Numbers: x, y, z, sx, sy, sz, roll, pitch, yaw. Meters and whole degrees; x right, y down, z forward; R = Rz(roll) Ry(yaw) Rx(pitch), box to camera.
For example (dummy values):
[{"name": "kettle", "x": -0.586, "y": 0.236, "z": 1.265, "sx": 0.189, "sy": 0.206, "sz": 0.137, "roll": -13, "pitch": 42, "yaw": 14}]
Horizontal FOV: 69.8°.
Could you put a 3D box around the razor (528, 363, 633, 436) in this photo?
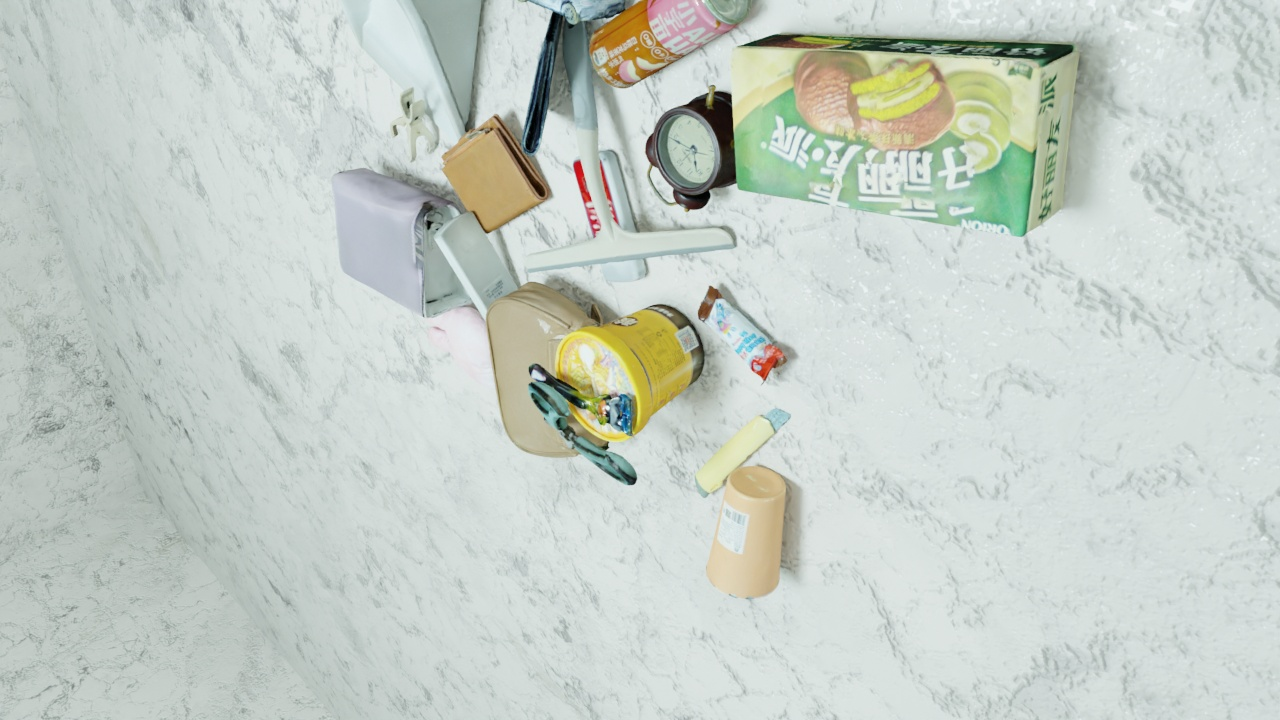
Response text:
[{"name": "razor", "x": -0.064, "y": 0.033, "z": 0.900, "sx": 0.143, "sy": 0.022, "sz": 0.043, "roll": 25, "pitch": 128, "yaw": 37}]

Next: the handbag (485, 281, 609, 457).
[{"name": "handbag", "x": -0.098, "y": 0.013, "z": 1.053, "sx": 0.148, "sy": 0.099, "sz": 0.205, "roll": 18, "pitch": 126, "yaw": 31}]

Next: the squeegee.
[{"name": "squeegee", "x": -0.045, "y": -0.211, "z": 0.873, "sx": 0.247, "sy": 0.039, "sz": 0.247, "roll": -2, "pitch": 105, "yaw": 33}]

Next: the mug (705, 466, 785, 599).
[{"name": "mug", "x": 0.111, "y": 0.174, "z": 0.944, "sx": 0.078, "sy": 0.078, "sz": 0.123, "roll": 26, "pitch": 127, "yaw": 35}]

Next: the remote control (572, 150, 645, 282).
[{"name": "remote control", "x": -0.032, "y": -0.145, "z": 0.938, "sx": 0.056, "sy": 0.020, "sz": 0.136, "roll": 4, "pitch": 116, "yaw": 45}]

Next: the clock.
[{"name": "clock", "x": 0.048, "y": -0.180, "z": 0.798, "sx": 0.082, "sy": 0.055, "sz": 0.122, "roll": 57, "pitch": 139, "yaw": 3}]

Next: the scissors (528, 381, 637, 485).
[{"name": "scissors", "x": -0.057, "y": 0.085, "z": 0.942, "sx": 0.176, "sy": 0.019, "sz": 0.175, "roll": 39, "pitch": 164, "yaw": 12}]

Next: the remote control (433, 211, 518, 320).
[{"name": "remote control", "x": -0.188, "y": -0.107, "z": 1.082, "sx": 0.019, "sy": 0.056, "sz": 0.135, "roll": 0, "pitch": 127, "yaw": 48}]

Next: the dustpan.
[{"name": "dustpan", "x": -0.280, "y": -0.368, "z": 0.972, "sx": 0.222, "sy": 0.142, "sz": 0.259, "roll": 46, "pitch": 138, "yaw": 17}]

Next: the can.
[{"name": "can", "x": 0.021, "y": -0.278, "z": 0.765, "sx": 0.148, "sy": 0.057, "sz": 0.058, "roll": -11, "pitch": 105, "yaw": 50}]

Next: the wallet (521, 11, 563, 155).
[{"name": "wallet", "x": -0.092, "y": -0.270, "z": 0.875, "sx": 0.019, "sy": 0.097, "sz": 0.121, "roll": 12, "pitch": 133, "yaw": -8}]

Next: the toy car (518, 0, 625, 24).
[{"name": "toy car", "x": -0.066, "y": -0.334, "z": 0.828, "sx": 0.121, "sy": 0.054, "sz": 0.037, "roll": 30, "pitch": 136, "yaw": 33}]

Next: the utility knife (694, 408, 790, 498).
[{"name": "utility knife", "x": 0.100, "y": 0.096, "z": 0.949, "sx": 0.031, "sy": 0.019, "sz": 0.176, "roll": 48, "pitch": 141, "yaw": 8}]

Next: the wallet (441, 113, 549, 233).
[{"name": "wallet", "x": -0.168, "y": -0.206, "z": 1.031, "sx": 0.132, "sy": 0.031, "sz": 0.108, "roll": -16, "pitch": 111, "yaw": 51}]

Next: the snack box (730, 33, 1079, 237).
[{"name": "snack box", "x": 0.177, "y": -0.169, "z": 0.659, "sx": 0.240, "sy": 0.063, "sz": 0.115, "roll": 19, "pitch": 128, "yaw": 39}]

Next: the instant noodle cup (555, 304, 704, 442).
[{"name": "instant noodle cup", "x": -0.006, "y": 0.005, "z": 0.928, "sx": 0.118, "sy": 0.114, "sz": 0.119, "roll": 27, "pitch": 132, "yaw": 35}]

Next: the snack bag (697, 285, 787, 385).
[{"name": "snack bag", "x": 0.095, "y": -0.024, "z": 0.871, "sx": 0.105, "sy": 0.026, "sz": 0.045, "roll": 47, "pitch": 143, "yaw": 19}]

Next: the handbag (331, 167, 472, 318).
[{"name": "handbag", "x": -0.300, "y": -0.155, "z": 1.162, "sx": 0.197, "sy": 0.098, "sz": 0.145, "roll": 25, "pitch": 132, "yaw": 37}]

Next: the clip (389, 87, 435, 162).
[{"name": "clip", "x": -0.277, "y": -0.288, "z": 1.085, "sx": 0.089, "sy": 0.034, "sz": 0.104, "roll": 46, "pitch": 157, "yaw": 28}]

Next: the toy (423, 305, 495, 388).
[{"name": "toy", "x": -0.228, "y": -0.027, "z": 1.196, "sx": 0.159, "sy": 0.054, "sz": 0.121, "roll": 29, "pitch": 143, "yaw": 32}]
